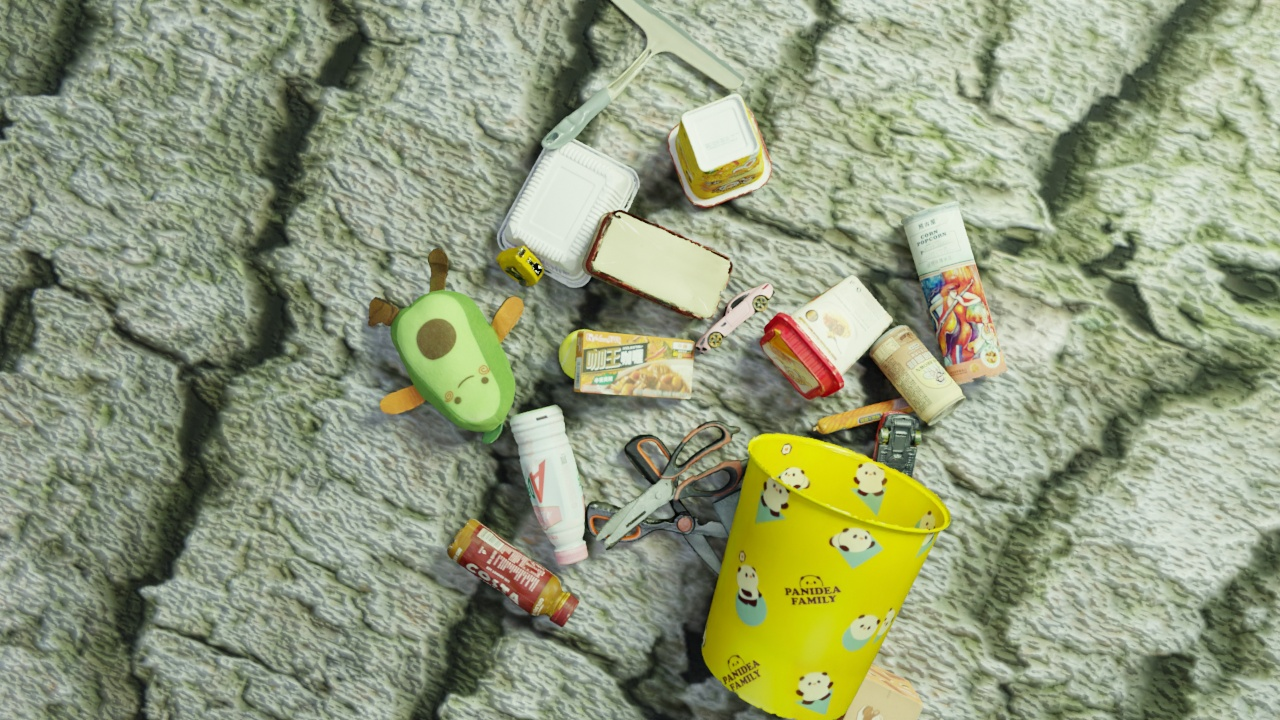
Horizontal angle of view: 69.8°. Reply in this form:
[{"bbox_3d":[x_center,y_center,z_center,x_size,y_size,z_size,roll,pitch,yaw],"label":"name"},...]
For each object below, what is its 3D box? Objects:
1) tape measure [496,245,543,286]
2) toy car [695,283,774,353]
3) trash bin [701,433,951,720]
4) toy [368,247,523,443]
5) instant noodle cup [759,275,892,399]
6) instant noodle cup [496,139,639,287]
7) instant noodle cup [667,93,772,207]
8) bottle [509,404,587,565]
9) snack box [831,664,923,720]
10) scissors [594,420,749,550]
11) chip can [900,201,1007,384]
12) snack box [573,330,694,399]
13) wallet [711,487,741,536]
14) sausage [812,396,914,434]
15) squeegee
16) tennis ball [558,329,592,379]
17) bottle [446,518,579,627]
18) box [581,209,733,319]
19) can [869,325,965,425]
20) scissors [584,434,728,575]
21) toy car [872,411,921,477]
[{"bbox_3d":[-0.153,-0.118,1.170,0.057,0.060,0.028,45,64,-30],"label":"tape measure"},{"bbox_3d":[0.116,-0.055,1.148,0.122,0.056,0.037,-40,89,2],"label":"toy car"},{"bbox_3d":[0.192,0.245,1.039,0.229,0.229,0.255,18,104,5],"label":"trash bin"},{"bbox_3d":[-0.242,-0.012,1.161,0.227,0.090,0.246,-38,82,9],"label":"toy"},{"bbox_3d":[0.227,-0.031,1.116,0.124,0.116,0.116,-40,85,-10],"label":"instant noodle cup"},{"bbox_3d":[-0.095,-0.195,1.169,0.138,0.060,0.173,29,92,5],"label":"instant noodle cup"},{"bbox_3d":[0.097,-0.261,1.122,0.116,0.123,0.116,-20,87,4],"label":"instant noodle cup"},{"bbox_3d":[-0.109,0.157,1.155,0.068,0.068,0.197,-15,89,4],"label":"bottle"},{"bbox_3d":[0.275,0.422,1.098,0.077,0.094,0.093,25,90,6],"label":"snack box"},{"bbox_3d":[0.044,0.168,1.144,0.194,0.015,0.206,14,89,-3],"label":"scissors"},{"bbox_3d":[0.383,-0.080,1.119,0.071,0.071,0.214,-16,87,4],"label":"chip can"},{"bbox_3d":[-0.007,0.007,1.136,0.153,0.026,0.075,5,88,-26],"label":"snack box"},{"bbox_3d":[0.163,0.194,1.148,0.121,0.019,0.097,-27,93,-3],"label":"wallet"},{"bbox_3d":[0.296,0.065,1.145,0.165,0.021,0.021,-15,87,4],"label":"sausage"},{"bbox_3d":[-0.039,-0.344,1.166,0.246,0.039,0.246,40,75,9],"label":"squeegee"},{"bbox_3d":[-0.071,-0.006,1.157,0.065,0.065,0.065,0,88,5],"label":"tennis ball"},{"bbox_3d":[-0.159,0.271,1.158,0.175,0.057,0.057,34,91,5],"label":"bottle"},{"bbox_3d":[0.022,-0.114,1.122,0.168,0.079,0.091,22,89,-13],"label":"box"},{"bbox_3d":[0.334,0.017,1.111,0.058,0.058,0.116,-35,69,3],"label":"can"},{"bbox_3d":[0.034,0.198,1.165,0.224,0.021,0.221,-19,91,2],"label":"scissors"},{"bbox_3d":[0.311,0.119,1.129,0.053,0.045,0.120,6,104,-1],"label":"toy car"}]
